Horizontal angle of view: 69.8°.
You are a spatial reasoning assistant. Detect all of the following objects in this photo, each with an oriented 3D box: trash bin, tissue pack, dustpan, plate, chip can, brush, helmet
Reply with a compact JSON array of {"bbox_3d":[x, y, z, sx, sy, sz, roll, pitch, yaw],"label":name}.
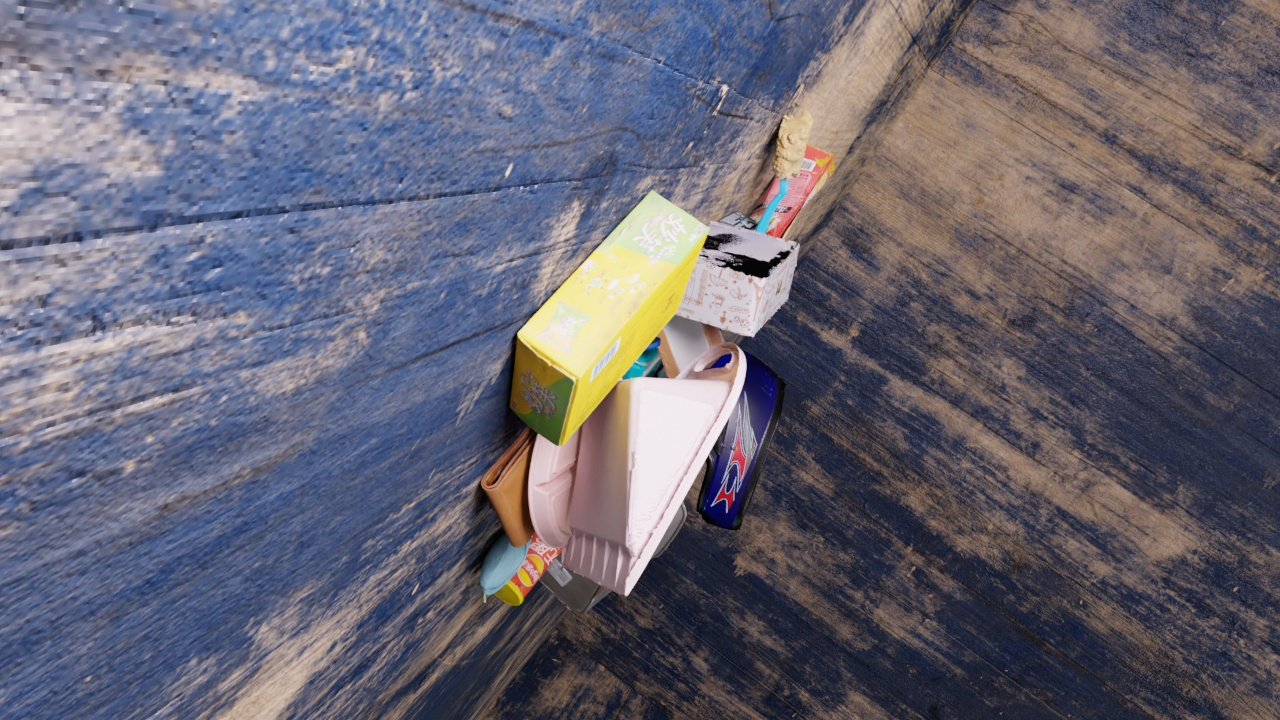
[{"bbox_3d":[-0.072,0.305,1.616,0.219,0.199,0.199,-37,162,-44],"label":"trash bin"},{"bbox_3d":[-0.007,0.007,1.240,0.093,0.050,0.134,-46,168,-42],"label":"tissue pack"},{"bbox_3d":[0.023,0.108,0.967,0.223,0.138,0.273,176,-80,-70],"label":"dustpan"},{"bbox_3d":[-0.064,0.113,1.094,0.229,0.028,0.229,12,90,-67],"label":"plate"},{"bbox_3d":[-0.152,0.282,1.442,0.216,0.073,0.073,-48,169,-36],"label":"chip can"},{"bbox_3d":[0.180,-0.217,1.255,0.083,0.046,0.255,-59,168,-63],"label":"brush"},{"bbox_3d":[0.114,0.124,1.654,0.247,0.240,0.315,57,51,-82],"label":"helmet"}]

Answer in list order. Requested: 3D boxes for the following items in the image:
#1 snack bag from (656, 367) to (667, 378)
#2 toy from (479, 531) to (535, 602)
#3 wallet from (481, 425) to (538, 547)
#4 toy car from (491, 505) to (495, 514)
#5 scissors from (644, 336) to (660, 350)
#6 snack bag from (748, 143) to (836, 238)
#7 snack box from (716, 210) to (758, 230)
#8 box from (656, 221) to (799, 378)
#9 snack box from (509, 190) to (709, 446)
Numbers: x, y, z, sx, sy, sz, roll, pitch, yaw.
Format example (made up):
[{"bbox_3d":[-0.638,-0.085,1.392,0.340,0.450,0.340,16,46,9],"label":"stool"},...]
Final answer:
[{"bbox_3d":[0.000,0.080,1.279,0.110,0.039,0.191,-51,175,-29],"label":"snack bag"},{"bbox_3d":[-0.183,0.264,1.287,0.156,0.050,0.162,-56,171,-23],"label":"toy"},{"bbox_3d":[-0.128,0.141,1.050,0.107,0.031,0.132,-51,150,-28],"label":"wallet"},{"bbox_3d":[-0.147,0.156,1.119,0.091,0.034,0.042,-56,175,20],"label":"toy car"},{"bbox_3d":[-0.013,-0.023,1.032,0.165,0.157,0.012,-17,102,-46],"label":"scissors"},{"bbox_3d":[0.213,-0.236,1.400,0.207,0.073,0.129,-54,-154,-20],"label":"snack bag"},{"bbox_3d":[0.114,-0.143,1.308,0.126,0.053,0.113,-58,171,25],"label":"snack box"},{"bbox_3d":[0.092,-0.059,1.166,0.182,0.155,0.188,-40,142,-58],"label":"box"},{"bbox_3d":[-0.032,-0.037,0.870,0.209,0.070,0.158,-51,171,-27],"label":"snack box"}]
